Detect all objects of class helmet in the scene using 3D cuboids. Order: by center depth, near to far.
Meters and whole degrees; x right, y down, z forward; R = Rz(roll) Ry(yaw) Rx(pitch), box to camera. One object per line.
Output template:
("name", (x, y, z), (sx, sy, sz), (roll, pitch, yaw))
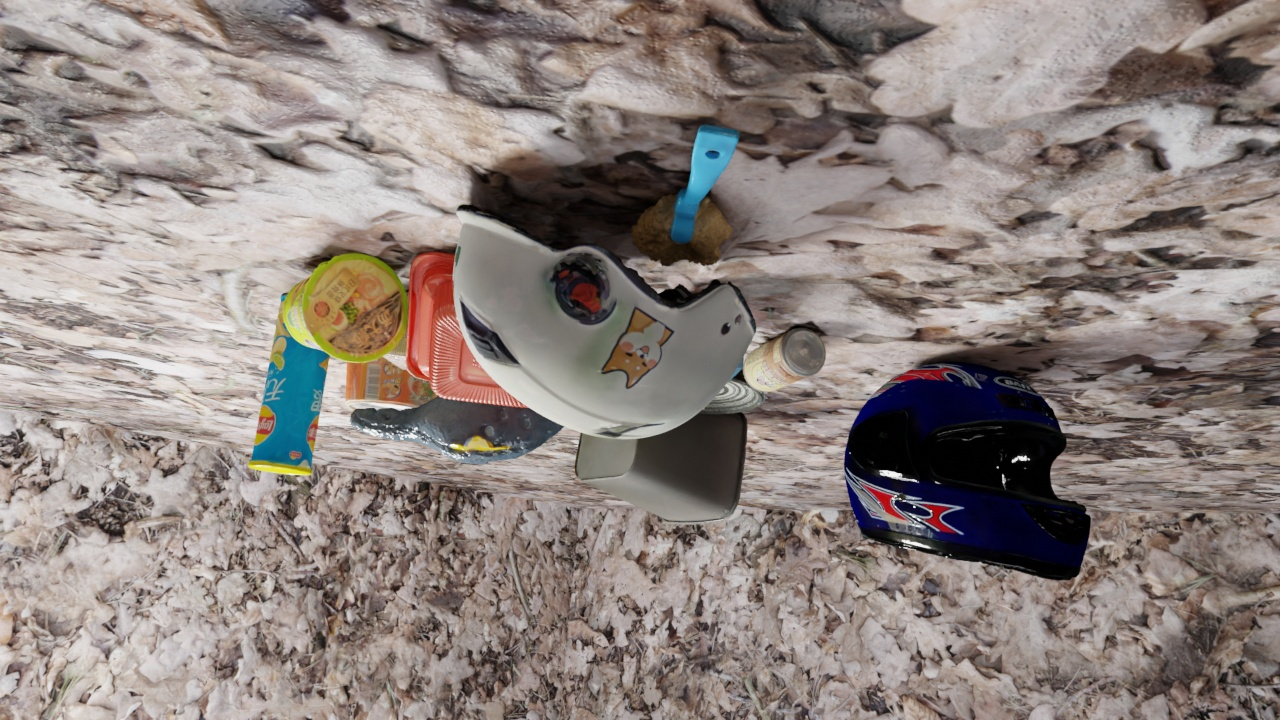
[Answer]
("helmet", (-0.046, -0.018, 0.794), (0.274, 0.157, 0.230), (17, -179, -14))
("helmet", (0.398, 0.123, 1.124), (0.247, 0.240, 0.316), (11, 175, -26))

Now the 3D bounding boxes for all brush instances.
("brush", (0.039, -0.118, 0.682), (0.083, 0.046, 0.255), (9, 172, -2))

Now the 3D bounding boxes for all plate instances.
("plate", (0.095, 0.044, 1.359), (0.179, 0.024, 0.180), (6, 160, 2))

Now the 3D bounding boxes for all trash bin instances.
("trash bin", (0.029, 0.148, 1.509), (0.219, 0.198, 0.200), (24, 156, -35))

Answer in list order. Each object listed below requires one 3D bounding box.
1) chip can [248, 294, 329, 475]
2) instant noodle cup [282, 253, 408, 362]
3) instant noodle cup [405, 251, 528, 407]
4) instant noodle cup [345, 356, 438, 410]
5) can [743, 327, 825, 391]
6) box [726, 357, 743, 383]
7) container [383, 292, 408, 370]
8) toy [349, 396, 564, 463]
("chip can", (-0.414, 0.029, 1.102), (0.071, 0.210, 0.071), (5, 166, 1))
("instant noodle cup", (-0.325, -0.053, 0.981), (0.111, 0.111, 0.124), (16, 170, -37))
("instant noodle cup", (-0.149, -0.021, 0.946), (0.188, 0.079, 0.165), (6, 128, -8))
("instant noodle cup", (-0.322, 0.014, 1.218), (0.151, 0.111, 0.151), (4, 166, 1))
("can", (0.172, 0.001, 1.107), (0.058, 0.058, 0.116), (9, 166, -16))
("box", (0.059, -0.006, 1.024), (0.061, 0.089, 0.184), (-5, 166, -10))
("container", (-0.234, -0.030, 1.069), (0.111, 0.089, 0.090), (6, 167, 9))
("toy", (-0.177, 0.058, 1.109), (0.356, 0.137, 0.091), (-15, 146, 1))
